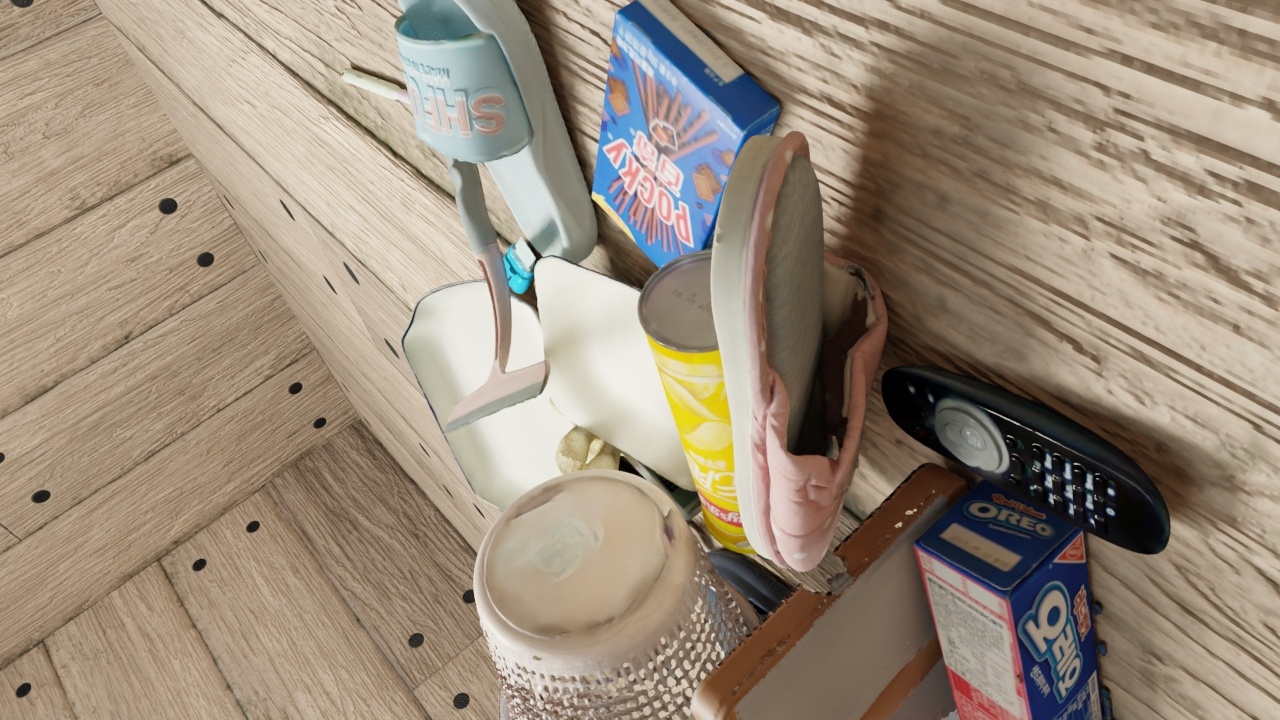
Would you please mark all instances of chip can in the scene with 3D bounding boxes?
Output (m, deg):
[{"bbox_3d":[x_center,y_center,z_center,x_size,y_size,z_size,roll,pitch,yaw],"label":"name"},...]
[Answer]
[{"bbox_3d":[0.054,0.033,0.538,0.072,0.072,0.213,37,158,37],"label":"chip can"}]

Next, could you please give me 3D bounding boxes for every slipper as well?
[{"bbox_3d":[0.113,0.247,0.778,0.268,0.083,0.111,19,140,55],"label":"slipper"},{"bbox_3d":[0.079,0.014,0.424,0.054,0.114,0.275,10,145,22],"label":"slipper"},{"bbox_3d":[-0.099,-0.147,0.577,0.104,0.074,0.246,35,159,40],"label":"slipper"}]

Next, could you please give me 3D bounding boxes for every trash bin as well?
[{"bbox_3d":[-0.023,0.193,0.675,0.227,0.227,0.192,35,153,40],"label":"trash bin"}]

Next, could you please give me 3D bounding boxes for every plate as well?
[{"bbox_3d":[-0.127,0.041,0.894,0.162,0.034,0.266,-13,110,27],"label":"plate"},{"bbox_3d":[-0.004,0.004,0.651,0.164,0.034,0.165,29,141,28],"label":"plate"}]

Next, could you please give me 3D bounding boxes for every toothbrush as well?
[{"bbox_3d":[-0.222,-0.236,0.791,0.020,0.029,0.190,15,-169,-41],"label":"toothbrush"}]

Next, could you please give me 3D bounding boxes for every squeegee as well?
[{"bbox_3d":[-0.126,-0.078,0.721,0.248,0.040,0.249,-21,79,62],"label":"squeegee"}]

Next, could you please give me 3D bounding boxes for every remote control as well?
[{"bbox_3d":[0.162,0.036,0.391,0.136,0.024,0.053,32,153,47],"label":"remote control"},{"bbox_3d":[0.012,0.060,0.718,0.135,0.056,0.019,45,159,21],"label":"remote control"}]

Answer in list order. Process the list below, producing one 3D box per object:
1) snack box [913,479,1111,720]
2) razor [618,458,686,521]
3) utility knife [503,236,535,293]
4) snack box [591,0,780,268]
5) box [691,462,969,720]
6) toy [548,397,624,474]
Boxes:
[{"bbox_3d":[0.196,0.156,0.473,0.058,0.057,0.208,31,152,51],"label":"snack box"},{"bbox_3d":[-0.011,0.142,0.907,0.167,0.067,0.062,46,177,37],"label":"razor"},{"bbox_3d":[-0.096,-0.077,0.726,0.034,0.018,0.216,53,171,-6],"label":"utility knife"},{"bbox_3d":[0.016,-0.103,0.474,0.084,0.026,0.157,47,160,12],"label":"snack box"},{"bbox_3d":[0.116,0.188,0.524,0.125,0.178,0.274,42,159,25],"label":"box"},{"bbox_3d":[-0.038,0.070,0.773,0.105,0.066,0.157,27,-170,-1],"label":"toy"}]
